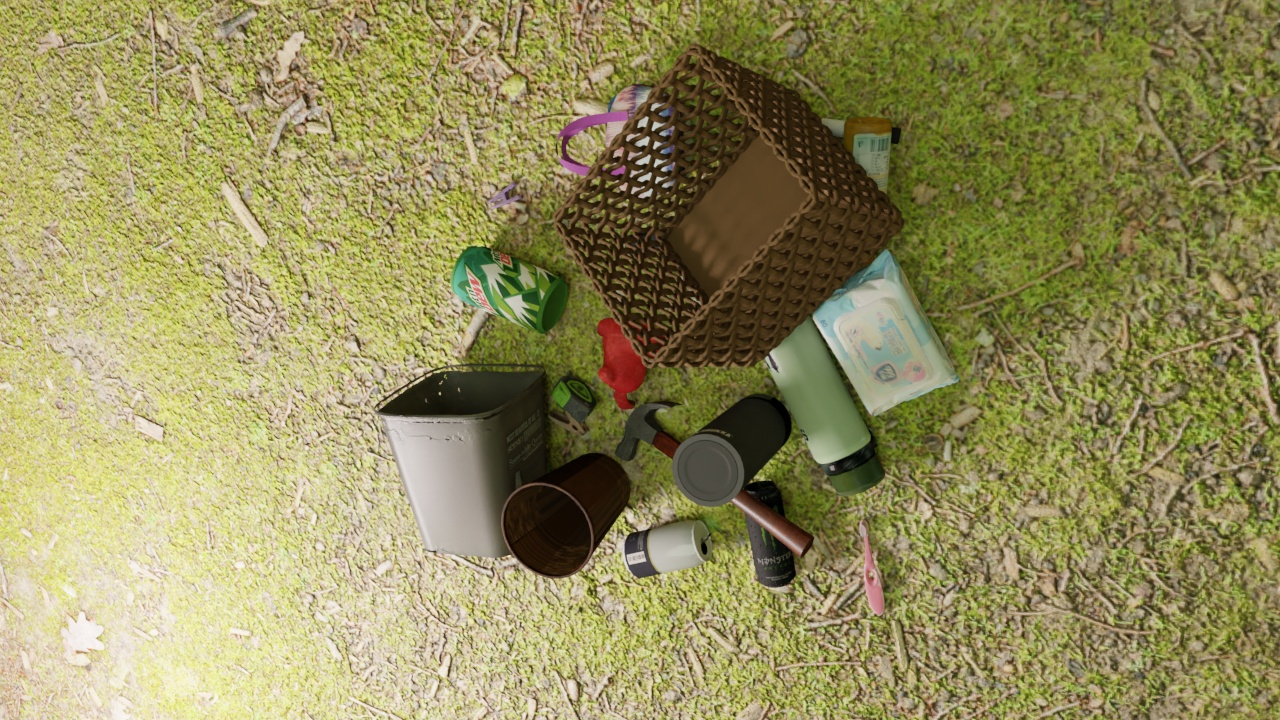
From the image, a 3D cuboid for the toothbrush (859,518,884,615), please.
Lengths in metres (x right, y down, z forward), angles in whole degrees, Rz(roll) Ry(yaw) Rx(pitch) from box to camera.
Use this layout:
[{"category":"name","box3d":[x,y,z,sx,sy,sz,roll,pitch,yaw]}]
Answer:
[{"category":"toothbrush","box3d":[0.300,0.272,1.197,0.022,0.016,0.135,-8,100,25]}]

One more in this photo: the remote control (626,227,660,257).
[{"category":"remote control","box3d":[0.045,-0.161,1.187,0.137,0.015,0.032,-11,99,24]}]

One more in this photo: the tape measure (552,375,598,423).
[{"category":"tape measure","box3d":[-0.092,0.053,1.274,0.065,0.058,0.036,40,115,6]}]

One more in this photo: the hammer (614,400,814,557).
[{"category":"hammer","box3d":[0.098,0.155,1.199,0.301,0.028,0.111,35,114,28]}]

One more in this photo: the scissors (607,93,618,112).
[{"category":"scissors","box3d":[0.003,-0.281,1.177,0.066,0.015,0.135,-15,99,21]}]

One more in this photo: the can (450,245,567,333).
[{"category":"can","box3d":[-0.179,-0.099,1.255,0.144,0.082,0.083,23,111,15]}]

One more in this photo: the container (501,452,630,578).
[{"category":"container","box3d":[-0.090,0.200,1.251,0.132,0.167,0.132,6,105,20]}]

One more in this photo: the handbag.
[{"category":"handbag","box3d":[-0.025,-0.270,1.152,0.170,0.067,0.144,1,102,20]}]

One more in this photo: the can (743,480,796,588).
[{"category":"can","box3d":[0.170,0.231,1.217,0.054,0.053,0.138,-8,100,23]}]

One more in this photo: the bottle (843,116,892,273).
[{"category":"bottle","box3d":[0.259,-0.185,1.066,0.053,0.053,0.186,7,116,20]}]

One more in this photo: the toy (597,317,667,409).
[{"category":"toy","box3d":[-0.007,0.007,1.220,0.094,0.088,0.133,2,105,10]}]

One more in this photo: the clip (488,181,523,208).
[{"category":"clip","box3d":[-0.187,-0.230,1.264,0.052,0.014,0.041,1,104,19]}]

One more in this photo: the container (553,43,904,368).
[{"category":"container","box3d":[0.095,-0.152,1.000,0.252,0.213,0.219,-46,64,29]}]

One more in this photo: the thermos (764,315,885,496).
[{"category":"thermos","box3d":[0.228,0.055,1.139,0.082,0.082,0.231,-27,92,25]}]

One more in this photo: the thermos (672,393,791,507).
[{"category":"thermos","box3d":[0.117,0.101,1.106,0.082,0.240,0.082,4,100,21]}]

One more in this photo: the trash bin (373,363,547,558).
[{"category":"trash bin","box3d":[-0.232,0.140,1.288,0.198,0.196,0.220,0,110,21]}]

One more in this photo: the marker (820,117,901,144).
[{"category":"marker","box3d":[0.231,-0.274,1.081,0.146,0.019,0.019,13,108,18]}]

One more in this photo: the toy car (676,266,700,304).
[{"category":"toy car","box3d":[0.082,-0.096,1.180,0.048,0.033,0.105,-28,91,27]}]

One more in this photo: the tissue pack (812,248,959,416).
[{"category":"tissue pack","box3d":[0.282,-0.030,1.076,0.112,0.069,0.182,-25,111,25]}]

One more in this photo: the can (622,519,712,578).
[{"category":"can","box3d":[0.042,0.260,1.270,0.128,0.064,0.064,-18,96,25]}]

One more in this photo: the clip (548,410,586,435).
[{"category":"clip","box3d":[-0.105,0.086,1.307,0.039,0.024,0.060,-30,95,25]}]
